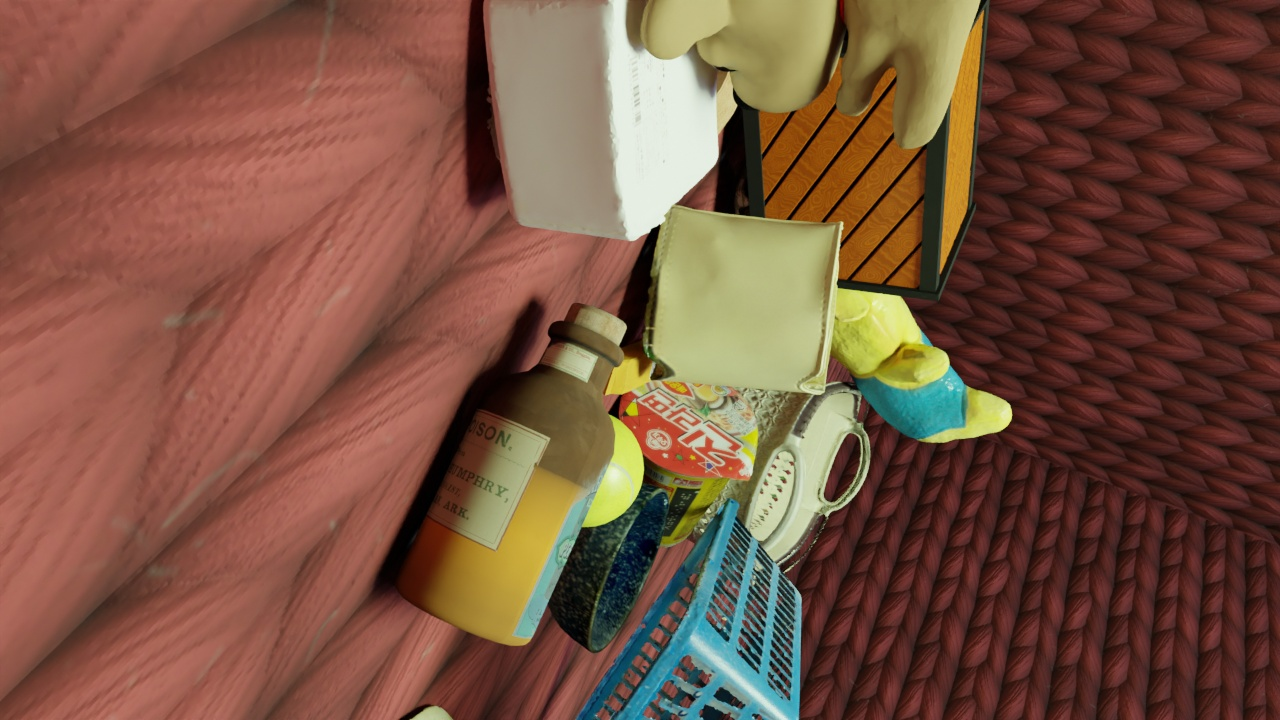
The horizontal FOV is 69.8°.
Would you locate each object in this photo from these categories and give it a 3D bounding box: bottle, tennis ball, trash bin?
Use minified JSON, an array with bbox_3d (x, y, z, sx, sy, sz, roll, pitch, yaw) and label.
[{"bbox_3d":[-0.051,0.047,0.430,0.156,0.068,0.068,-66,163,-10],"label":"bottle"},{"bbox_3d":[-0.031,0.060,0.512,0.065,0.065,0.065,-57,160,-35],"label":"tennis ball"},{"bbox_3d":[0.164,-0.161,0.665,0.139,0.140,0.172,-53,144,-44],"label":"trash bin"}]

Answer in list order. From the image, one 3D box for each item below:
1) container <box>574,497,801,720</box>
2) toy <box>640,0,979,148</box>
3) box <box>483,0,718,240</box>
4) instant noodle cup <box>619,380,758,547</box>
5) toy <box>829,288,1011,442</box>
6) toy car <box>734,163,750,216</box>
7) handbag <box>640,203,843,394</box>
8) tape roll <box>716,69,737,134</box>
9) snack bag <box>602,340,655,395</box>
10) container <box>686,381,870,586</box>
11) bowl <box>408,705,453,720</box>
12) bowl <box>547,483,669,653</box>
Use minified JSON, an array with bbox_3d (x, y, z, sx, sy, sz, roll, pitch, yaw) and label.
[{"bbox_3d":[-0.014,0.284,0.602,0.362,0.089,0.256,-58,174,11],"label":"container"},{"bbox_3d":[0.071,-0.135,0.346,0.106,0.108,0.133,96,14,-57],"label":"toy"},{"bbox_3d":[-0.028,-0.113,0.368,0.107,0.095,0.102,-53,144,-53],"label":"box"},{"bbox_3d":[0.022,0.077,0.675,0.100,0.100,0.113,-53,167,-43],"label":"instant noodle cup"},{"bbox_3d":[0.197,-0.019,0.771,0.084,0.214,0.149,-45,-162,4],"label":"toy"},{"bbox_3d":[0.096,-0.115,0.757,0.048,0.041,0.113,-67,148,-30],"label":"toy car"},{"bbox_3d":[0.064,-0.036,0.587,0.081,0.119,0.111,72,27,-65],"label":"handbag"},{"bbox_3d":[0.023,-0.151,0.458,0.093,0.027,0.094,-42,149,-33],"label":"tape roll"},{"bbox_3d":[-0.004,0.004,0.611,0.099,0.020,0.026,-24,128,-67],"label":"snack bag"},{"bbox_3d":[0.112,0.089,0.830,0.251,0.143,0.185,0,111,-65],"label":"container"},{"bbox_3d":[-0.119,0.267,0.488,0.144,0.063,0.145,-58,163,-31],"label":"bowl"},{"bbox_3d":[-0.031,0.127,0.604,0.114,0.061,0.115,-55,157,-37],"label":"bowl"}]
